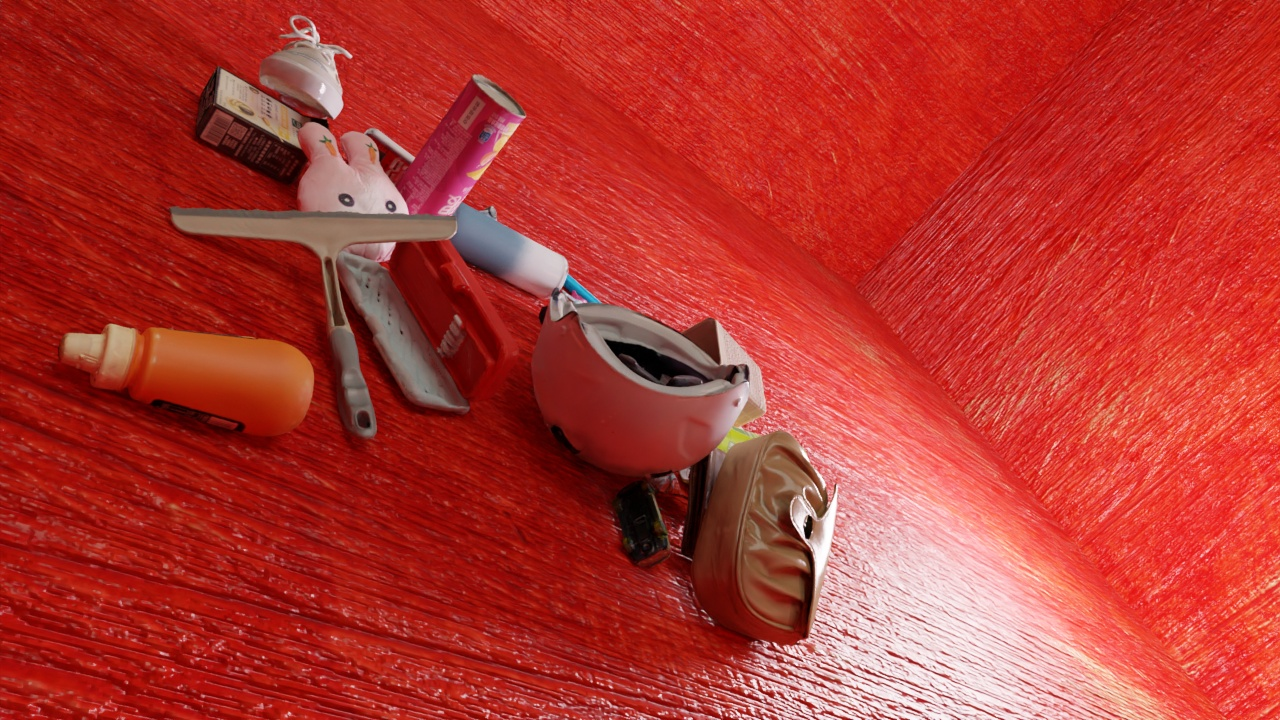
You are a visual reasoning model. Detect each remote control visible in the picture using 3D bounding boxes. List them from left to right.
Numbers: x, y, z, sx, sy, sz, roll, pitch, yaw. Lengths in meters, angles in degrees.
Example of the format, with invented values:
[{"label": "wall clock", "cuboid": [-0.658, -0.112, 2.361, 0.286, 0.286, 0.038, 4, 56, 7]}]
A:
[{"label": "remote control", "cuboid": [-0.293, -0.227, 1.137, 0.136, 0.056, 0.020, 37, 17, -14]}]

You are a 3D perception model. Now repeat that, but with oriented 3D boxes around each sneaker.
[{"label": "sneaker", "cuboid": [-0.370, -0.331, 1.040, 0.089, 0.091, 0.242, 23, 4, -20]}]

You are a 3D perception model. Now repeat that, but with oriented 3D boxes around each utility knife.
[{"label": "utility knife", "cuboid": [-0.071, -0.084, 1.314, 0.159, 0.018, 0.034, 42, 19, 6]}]

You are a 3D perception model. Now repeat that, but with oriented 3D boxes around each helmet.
[{"label": "helmet", "cuboid": [-0.012, 0.035, 0.942, 0.229, 0.146, 0.258, 21, 10, -12]}]

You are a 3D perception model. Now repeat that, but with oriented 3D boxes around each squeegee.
[{"label": "squeegee", "cuboid": [-0.252, -0.028, 0.772, 0.246, 0.039, 0.246, -3, 53, -28]}]

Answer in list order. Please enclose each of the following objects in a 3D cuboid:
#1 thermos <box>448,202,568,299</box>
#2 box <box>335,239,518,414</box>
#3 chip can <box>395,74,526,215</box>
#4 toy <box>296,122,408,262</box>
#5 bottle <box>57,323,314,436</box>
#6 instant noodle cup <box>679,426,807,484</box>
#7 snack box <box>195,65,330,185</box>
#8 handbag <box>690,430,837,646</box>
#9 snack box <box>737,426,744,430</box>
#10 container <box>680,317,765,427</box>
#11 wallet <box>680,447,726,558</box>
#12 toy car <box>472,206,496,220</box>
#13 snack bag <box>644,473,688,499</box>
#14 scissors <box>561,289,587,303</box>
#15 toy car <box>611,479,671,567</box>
[{"label": "thermos", "cuboid": [-0.192, -0.146, 1.141, 0.220, 0.070, 0.070, 26, 24, -38]}, {"label": "box", "cuboid": [-0.209, -0.045, 0.854, 0.101, 0.095, 0.201, 0, 45, -48]}, {"label": "chip can", "cuboid": [-0.213, -0.205, 0.998, 0.071, 0.211, 0.071, 37, 19, -15]}, {"label": "toy", "cuboid": [-0.298, -0.172, 0.937, 0.121, 0.054, 0.159, -3, 70, -49]}, {"label": "bottle", "cuboid": [-0.295, 0.008, 0.600, 0.149, 0.067, 0.066, 16, 30, -37]}, {"label": "instant noodle cup", "cuboid": [0.116, 0.127, 1.079, 0.123, 0.112, 0.111, 27, 22, -18]}, {"label": "snack box", "cuboid": [-0.399, -0.247, 0.976, 0.125, 0.053, 0.113, 29, 21, -36]}, {"label": "handbag", "cuboid": [0.134, 0.174, 0.912, 0.148, 0.100, 0.204, 44, 48, -27]}, {"label": "snack box", "cuboid": [0.163, 0.152, 1.220, 0.140, 0.034, 0.086, 42, 18, 7]}, {"label": "container", "cuboid": [0.088, 0.024, 1.097, 0.111, 0.090, 0.090, 40, 33, -36]}, {"label": "wallet", "cuboid": [0.091, 0.159, 0.971, 0.101, 0.032, 0.124, 30, 56, -35]}, {"label": "toy car", "cuboid": [-0.220, -0.180, 1.202, 0.034, 0.043, 0.090, 68, 21, -5]}, {"label": "snack bag", "cuboid": [0.013, 0.116, 1.013, 0.104, 0.026, 0.048, 52, 9, 29]}, {"label": "scissors", "cuboid": [-0.086, -0.081, 1.237, 0.083, 0.017, 0.137, 50, 5, 23]}, {"label": "toy car", "cuboid": [0.002, 0.155, 0.879, 0.035, 0.042, 0.090, 55, 10, -43]}]
